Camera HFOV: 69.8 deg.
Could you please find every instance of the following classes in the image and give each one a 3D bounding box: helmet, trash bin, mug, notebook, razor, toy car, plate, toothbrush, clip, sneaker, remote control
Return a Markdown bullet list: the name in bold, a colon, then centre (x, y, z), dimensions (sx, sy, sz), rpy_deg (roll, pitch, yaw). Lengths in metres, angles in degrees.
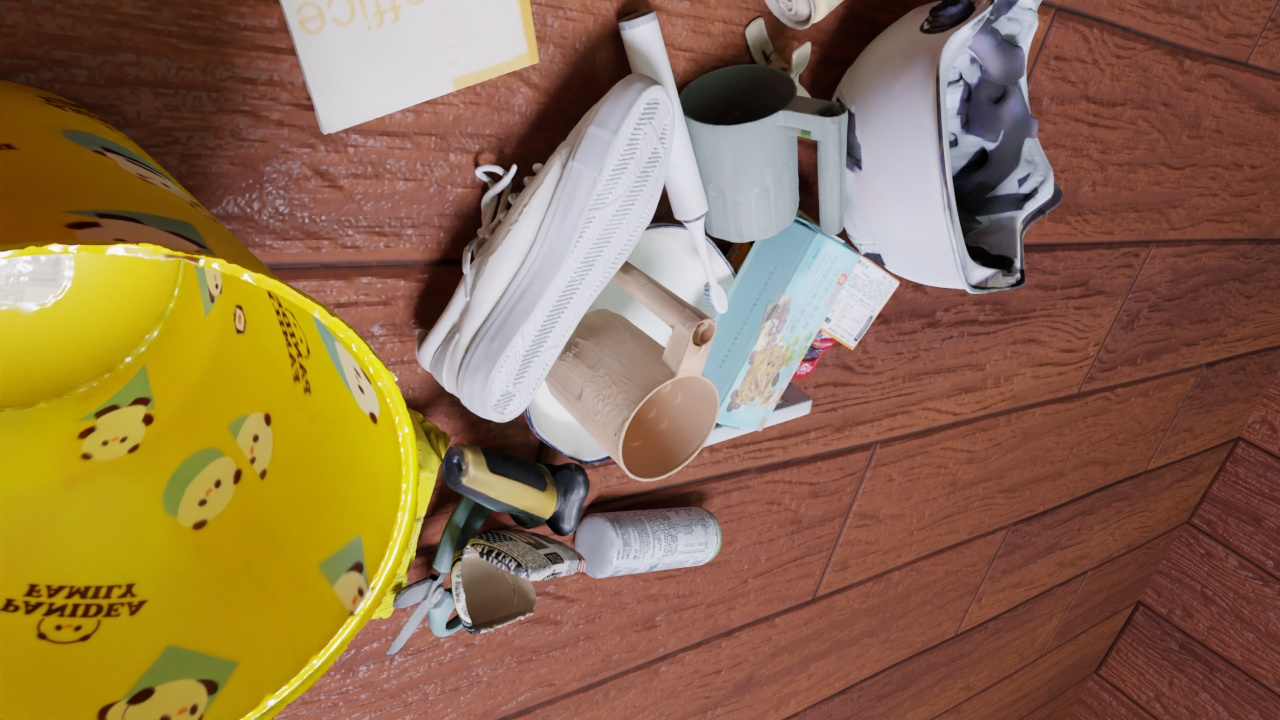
- **helmet**: centre (0.226, -0.169, 0.730), dimensions (0.257, 0.146, 0.229), rpy_deg (-47, 128, -36)
- **trash bin**: centre (-0.251, 0.010, 0.374), dimensions (0.229, 0.255, 0.230), rpy_deg (-23, 132, -29)
- **mug**: centre (-0.004, 0.004, 0.634), dimensions (0.084, 0.103, 0.125), rpy_deg (-5, 122, -39)
- **notebook**: centre (-0.131, -0.238, 0.485), dimensions (0.145, 0.010, 0.207), rpy_deg (-27, 134, -24)
- **razor**: centre (-0.090, 0.090, 0.678), dimensions (0.068, 0.062, 0.167), rpy_deg (-31, 154, 10)
- **mug**: centre (0.091, -0.145, 0.666), dimensions (0.083, 0.124, 0.103), rpy_deg (-49, 145, -32)
- **toy car**: centre (0.163, -0.034, 0.868), dimensions (0.052, 0.045, 0.121), rpy_deg (-1, 121, -40)
- **plate**: centre (-0.013, -0.017, 0.725), dimensions (0.204, 0.045, 0.205), rpy_deg (-22, 132, -27)
- **toothbrush**: centre (0.029, -0.131, 0.645), dimensions (0.026, 0.026, 0.221), rpy_deg (-29, 118, -19)
- **clip**: centre (0.111, -0.205, 0.694), dimensions (0.034, 0.066, 0.099), rpy_deg (-37, 148, -15)
- **sneaker**: centre (-0.067, -0.083, 0.604), dimensions (0.242, 0.091, 0.089), rpy_deg (-59, 154, 1)
- **remote control**: centre (0.090, 0.044, 0.848), dimensions (0.149, 0.058, 0.021), rpy_deg (-13, 124, -36)

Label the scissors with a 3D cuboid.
- **scissors**: centre (-0.138, 0.149, 0.717), dimensions (0.181, 0.019, 0.170), rpy_deg (-67, 164, -2)

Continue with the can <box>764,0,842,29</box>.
- **can**: centre (0.142, -0.292, 0.650), dimensions (0.116, 0.058, 0.058), rpy_deg (-42, 138, -10)

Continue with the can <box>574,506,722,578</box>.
- **can**: centre (0.009, 0.170, 0.869), dimensions (0.146, 0.058, 0.058), rpy_deg (5, 115, -44)

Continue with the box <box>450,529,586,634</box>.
- **box**: centre (-0.087, 0.159, 0.707), dimensions (0.087, 0.076, 0.163), rpy_deg (-21, 165, 9)

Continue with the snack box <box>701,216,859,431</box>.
- **snack box**: centre (0.103, -0.029, 0.744), dimensions (0.074, 0.051, 0.175), rpy_deg (14, 108, -49)

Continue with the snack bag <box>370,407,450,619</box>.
- **snack bag**: centre (-0.246, 0.110, 0.595), dimensions (0.246, 0.068, 0.158), rpy_deg (3, 116, -42)

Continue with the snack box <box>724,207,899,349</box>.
- **snack box**: centre (0.150, -0.076, 0.799), dimensions (0.153, 0.026, 0.075), rpy_deg (29, 100, -27)
